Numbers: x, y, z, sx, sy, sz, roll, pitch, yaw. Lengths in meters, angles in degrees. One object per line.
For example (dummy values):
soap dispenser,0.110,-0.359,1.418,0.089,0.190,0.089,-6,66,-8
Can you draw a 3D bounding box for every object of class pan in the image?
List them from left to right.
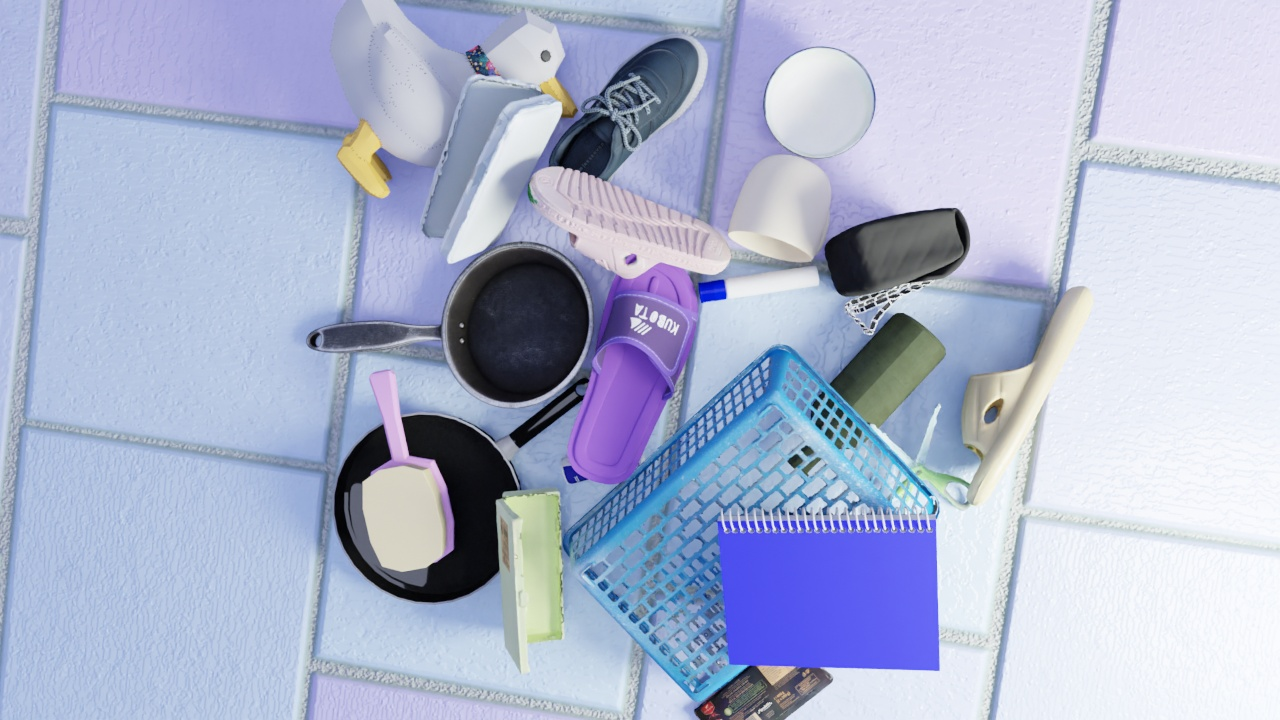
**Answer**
pan,-0.218,-0.033,1.052,0.357,0.055,0.187,-5,82,18
pan,-0.195,0.132,1.071,0.356,0.034,0.225,-38,90,6

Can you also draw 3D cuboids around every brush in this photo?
brush,-0.273,0.124,1.036,0.089,0.043,0.228,-11,95,6

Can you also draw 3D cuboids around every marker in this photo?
marker,0.133,-0.086,1.036,0.133,0.027,0.023,-8,93,3

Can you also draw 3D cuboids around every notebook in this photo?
notebook,0.187,0.227,0.917,0.209,0.022,0.172,-3,104,13

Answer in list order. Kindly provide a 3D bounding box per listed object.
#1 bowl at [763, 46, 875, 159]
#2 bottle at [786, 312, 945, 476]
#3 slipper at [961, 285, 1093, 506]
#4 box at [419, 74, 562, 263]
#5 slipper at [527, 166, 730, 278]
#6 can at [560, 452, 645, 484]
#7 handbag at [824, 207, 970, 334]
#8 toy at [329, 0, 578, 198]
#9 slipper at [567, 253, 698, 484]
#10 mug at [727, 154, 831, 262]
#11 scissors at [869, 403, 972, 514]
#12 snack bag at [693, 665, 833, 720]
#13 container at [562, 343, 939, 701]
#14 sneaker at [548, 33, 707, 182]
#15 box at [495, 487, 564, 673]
bowl,0.192,-0.275,1.001,0.118,0.062,0.118,0,93,4
bottle,0.241,0.044,1.012,0.071,0.071,0.207,42,96,1
slipper,0.398,0.030,0.992,0.079,0.111,0.261,29,91,24
box,-0.151,-0.191,0.978,0.122,0.083,0.216,-1,135,-32
slipper,-0.015,-0.133,0.988,0.239,0.094,0.065,14,132,-26
can,-0.043,0.116,1.058,0.095,0.032,0.032,-15,92,5
handbag,0.273,-0.097,0.962,0.125,0.153,0.114,-16,88,1
toy,-0.217,-0.298,0.992,0.268,0.140,0.246,-41,116,7
slipper,-0.006,0.006,0.999,0.107,0.084,0.266,20,84,-3
mug,0.164,-0.166,0.999,0.120,0.096,0.099,21,86,-35
scissors,0.300,0.126,1.011,0.171,0.024,0.160,39,115,-19
snack bag,0.143,0.390,1.066,0.155,0.018,0.074,-40,90,5
container,0.105,0.192,0.987,0.257,0.089,0.363,46,108,1
sneaker,-0.021,-0.269,1.006,0.089,0.087,0.236,41,96,2
box,-0.116,0.243,1.036,0.083,0.091,0.188,-9,108,-28
